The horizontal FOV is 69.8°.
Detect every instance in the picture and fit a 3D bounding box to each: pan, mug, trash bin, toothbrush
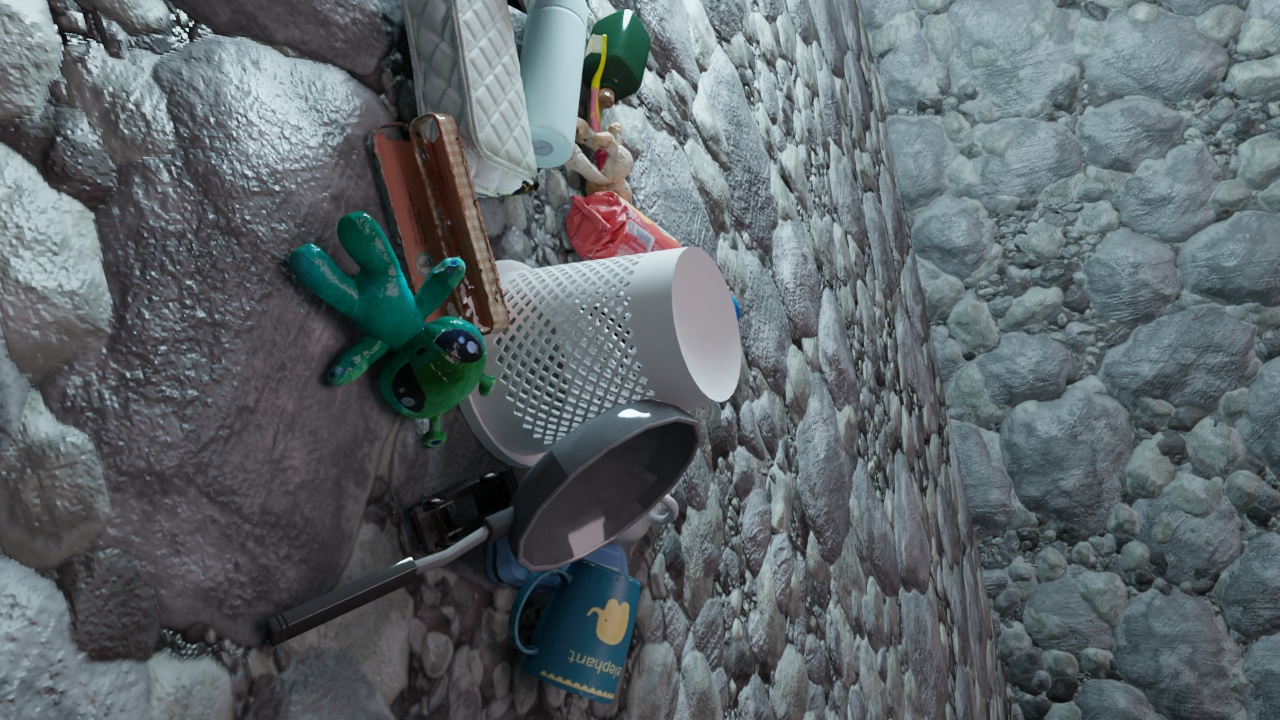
[{"bbox_3d":[-0.100,0.118,0.677,0.356,0.179,0.041,-20,58,-37],"label":"pan"},{"bbox_3d":[-0.009,0.142,0.898,0.089,0.107,0.071,59,43,-48],"label":"mug"},{"bbox_3d":[-0.030,-0.013,0.814,0.195,0.200,0.195,31,54,-55],"label":"trash bin"},{"bbox_3d":[-0.057,0.222,0.781,0.112,0.085,0.104,29,74,-26],"label":"mug"},{"bbox_3d":[-0.050,-0.300,1.021,0.136,0.016,0.021,99,-6,-48],"label":"toothbrush"}]

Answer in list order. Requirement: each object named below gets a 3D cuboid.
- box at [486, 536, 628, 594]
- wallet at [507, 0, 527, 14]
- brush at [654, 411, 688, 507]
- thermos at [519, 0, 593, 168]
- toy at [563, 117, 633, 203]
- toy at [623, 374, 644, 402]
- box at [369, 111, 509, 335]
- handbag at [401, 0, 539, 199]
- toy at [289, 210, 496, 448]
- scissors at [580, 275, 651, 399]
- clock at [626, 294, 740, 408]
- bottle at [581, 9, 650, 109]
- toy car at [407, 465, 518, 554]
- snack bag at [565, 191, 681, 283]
[{"bbox_3d":[-0.074,0.189,0.856,0.209,0.037,0.065,35,43,-55],"label":"box"},{"bbox_3d":[-0.138,-0.381,0.870,0.089,0.026,0.115,51,0,-35],"label":"wallet"},{"bbox_3d":[0.030,0.070,1.029,0.228,0.043,0.089,-58,158,-53],"label":"brush"},{"bbox_3d":[-0.093,-0.300,0.946,0.078,0.065,0.206,17,61,-27],"label":"thermos"},{"bbox_3d":[-0.042,-0.215,1.024,0.085,0.074,0.106,-84,154,-54],"label":"toy"},{"bbox_3d":[-0.013,0.054,1.002,0.111,0.030,0.049,-69,164,-48],"label":"toy"},{"bbox_3d":[-0.163,-0.105,0.743,0.048,0.085,0.187,-26,101,-68],"label":"box"},{"bbox_3d":[-0.152,-0.248,0.814,0.138,0.073,0.195,5,75,-70],"label":"handbag"},{"bbox_3d":[-0.178,-0.022,0.689,0.130,0.072,0.193,-41,121,-14],"label":"toy"},{"bbox_3d":[-0.006,0.006,0.944,0.015,0.202,0.201,106,8,-71],"label":"scissors"},{"bbox_3d":[0.050,-0.034,1.002,0.060,0.117,0.161,118,-10,-72],"label":"clock"},{"bbox_3d":[-0.031,-0.346,1.081,0.061,0.061,0.131,47,41,-41],"label":"bottle"},{"bbox_3d":[-0.139,0.116,0.727,0.092,0.037,0.040,-23,103,-36],"label":"toy car"},{"bbox_3d":[-0.014,-0.126,1.023,0.176,0.082,0.082,26,58,-56],"label":"snack bag"}]
